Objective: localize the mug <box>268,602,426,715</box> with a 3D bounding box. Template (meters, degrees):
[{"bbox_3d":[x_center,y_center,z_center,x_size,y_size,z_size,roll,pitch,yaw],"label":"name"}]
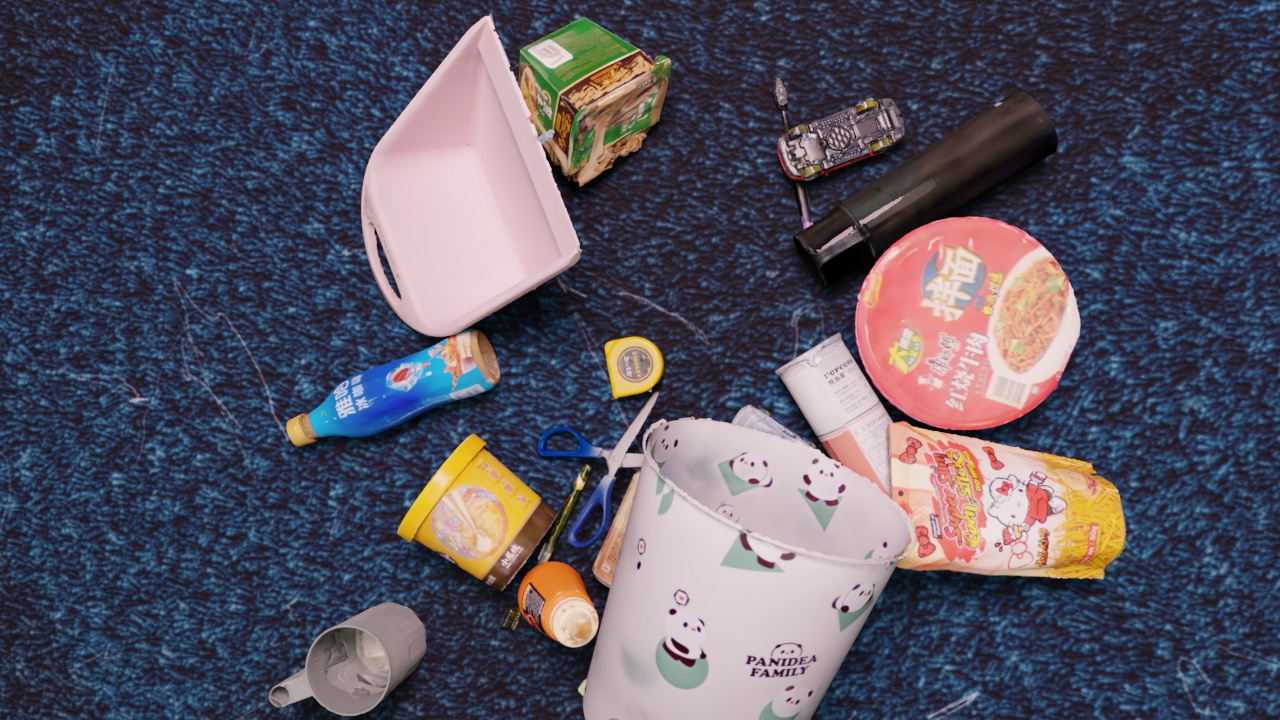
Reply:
[{"bbox_3d":[-0.283,0.294,0.899,0.124,0.103,0.083,-21,86,7],"label":"mug"}]

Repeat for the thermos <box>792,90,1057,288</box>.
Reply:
[{"bbox_3d":[0.262,-0.153,0.844,0.242,0.090,0.068,-33,97,4],"label":"thermos"}]

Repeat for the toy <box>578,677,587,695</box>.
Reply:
[{"bbox_3d":[0.011,0.407,0.867,0.227,0.090,0.246,-9,84,6],"label":"toy"}]

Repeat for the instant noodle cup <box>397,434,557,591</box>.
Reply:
[{"bbox_3d":[-0.152,0.151,0.883,0.114,0.118,0.118,37,93,-2],"label":"instant noodle cup"}]

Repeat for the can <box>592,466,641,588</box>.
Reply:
[{"bbox_3d":[0.001,0.164,0.887,0.058,0.058,0.116,24,92,7],"label":"can"}]

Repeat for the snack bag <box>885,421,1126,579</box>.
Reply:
[{"bbox_3d":[0.315,0.129,0.813,0.207,0.073,0.128,9,71,-10],"label":"snack bag"}]

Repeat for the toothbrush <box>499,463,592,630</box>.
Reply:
[{"bbox_3d":[-0.095,0.186,0.920,0.017,0.012,0.186,25,92,-36],"label":"toothbrush"}]

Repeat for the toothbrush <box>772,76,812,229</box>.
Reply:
[{"bbox_3d":[0.153,-0.187,0.897,0.014,0.016,0.189,-12,89,5],"label":"toothbrush"}]

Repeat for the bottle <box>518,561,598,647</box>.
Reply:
[{"bbox_3d":[-0.071,0.230,0.847,0.066,0.150,0.066,0,90,-17],"label":"bottle"}]

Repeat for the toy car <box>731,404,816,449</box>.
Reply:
[{"bbox_3d":[0.130,0.079,0.886,0.090,0.034,0.043,36,90,5],"label":"toy car"}]

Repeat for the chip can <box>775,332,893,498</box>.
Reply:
[{"bbox_3d":[0.212,0.083,0.856,0.071,0.071,0.214,-32,85,5],"label":"chip can"}]

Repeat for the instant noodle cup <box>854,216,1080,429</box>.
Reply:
[{"bbox_3d":[0.295,-0.032,0.851,0.194,0.066,0.194,0,88,8],"label":"instant noodle cup"}]

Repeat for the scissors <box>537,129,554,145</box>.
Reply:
[{"bbox_3d":[-0.116,-0.195,0.890,0.133,0.017,0.134,61,141,25],"label":"scissors"}]

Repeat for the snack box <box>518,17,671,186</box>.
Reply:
[{"bbox_3d":[-0.055,-0.252,0.867,0.118,0.118,0.105,-38,75,-24],"label":"snack box"}]

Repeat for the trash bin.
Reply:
[{"bbox_3d":[0.074,0.210,0.770,0.229,0.229,0.252,20,106,7],"label":"trash bin"}]

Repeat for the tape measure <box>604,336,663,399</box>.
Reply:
[{"bbox_3d":[-0.005,0.005,0.906,0.057,0.029,0.060,-12,87,8],"label":"tape measure"}]

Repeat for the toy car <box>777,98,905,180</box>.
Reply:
[{"bbox_3d":[0.191,-0.209,0.877,0.120,0.045,0.053,-18,85,1],"label":"toy car"}]

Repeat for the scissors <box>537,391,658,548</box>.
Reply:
[{"bbox_3d":[-0.034,0.102,0.881,0.176,0.012,0.162,11,85,33],"label":"scissors"}]

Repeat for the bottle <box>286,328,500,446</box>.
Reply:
[{"bbox_3d":[-0.250,0.034,0.920,0.219,0.065,0.065,-21,86,7],"label":"bottle"}]

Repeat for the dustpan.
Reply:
[{"bbox_3d":[-0.178,-0.136,0.844,0.138,0.274,0.222,-20,81,-19],"label":"dustpan"}]
